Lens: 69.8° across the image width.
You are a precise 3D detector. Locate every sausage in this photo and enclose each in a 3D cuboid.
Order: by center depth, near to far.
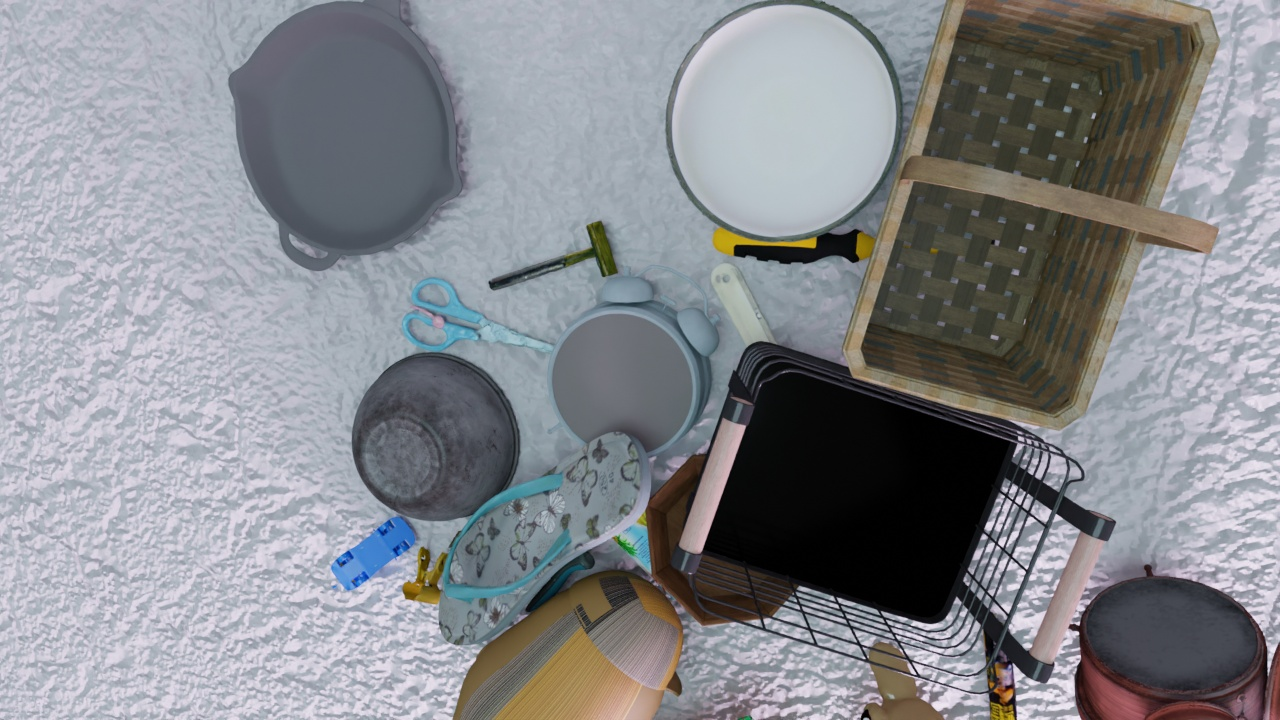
[{"bbox_3d":[0.272,0.262,0.689,0.020,0.020,0.155,-4,100,16],"label":"sausage"}]

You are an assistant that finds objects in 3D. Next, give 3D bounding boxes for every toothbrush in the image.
[{"bbox_3d":[0.149,-0.081,0.649,0.197,0.031,0.031,4,88,10],"label":"toothbrush"}]

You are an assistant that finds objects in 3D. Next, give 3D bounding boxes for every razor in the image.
[{"bbox_3d":[-0.071,-0.073,0.713,0.106,0.026,0.042,-15,99,22],"label":"razor"}]

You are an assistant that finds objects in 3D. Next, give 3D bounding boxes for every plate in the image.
[{"bbox_3d":[0.065,0.132,0.690,0.131,0.025,0.131,1,79,-7],"label":"plate"}]

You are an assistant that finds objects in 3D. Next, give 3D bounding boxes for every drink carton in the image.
[{"bbox_3d":[-0.001,0.130,0.724,0.129,0.044,0.039,44,108,5],"label":"drink carton"}]

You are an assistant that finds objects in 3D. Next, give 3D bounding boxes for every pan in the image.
[{"bbox_3d":[-0.208,-0.236,0.714,0.216,0.024,0.355,27,107,9],"label":"pan"}]

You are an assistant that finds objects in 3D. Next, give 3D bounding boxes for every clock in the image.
[{"bbox_3d":[0.349,0.205,0.583,0.120,0.157,0.072,-24,116,-8],"label":"clock"},{"bbox_3d":[-0.004,0.004,0.698,0.122,0.045,0.159,29,109,7],"label":"clock"}]

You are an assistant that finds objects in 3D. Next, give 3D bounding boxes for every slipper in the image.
[{"bbox_3d":[-0.097,0.134,0.709,0.270,0.054,0.098,-42,47,31],"label":"slipper"}]

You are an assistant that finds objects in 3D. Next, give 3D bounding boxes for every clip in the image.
[{"bbox_3d":[-0.188,0.184,0.790,0.039,0.053,0.047,8,73,15],"label":"clip"}]

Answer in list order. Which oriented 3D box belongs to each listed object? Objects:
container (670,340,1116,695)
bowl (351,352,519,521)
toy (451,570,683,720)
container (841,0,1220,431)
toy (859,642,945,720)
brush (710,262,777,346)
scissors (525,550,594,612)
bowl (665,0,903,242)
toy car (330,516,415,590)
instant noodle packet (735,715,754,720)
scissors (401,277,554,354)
[{"bbox_3d":[0.148,0.098,0.599,0.241,0.130,0.163,18,99,-3],"label":"container"},{"bbox_3d":[-0.178,0.071,0.746,0.145,0.067,0.145,3,102,15],"label":"bowl"},{"bbox_3d":[-0.047,0.255,0.718,0.162,0.198,0.203,34,100,-37],"label":"toy"},{"bbox_3d":[0.221,-0.091,0.530,0.157,0.186,0.250,15,102,3],"label":"container"},{"bbox_3d":[0.186,0.298,0.680,0.105,0.134,0.108,-4,125,-25],"label":"toy"},{"bbox_3d":[0.110,0.024,0.689,0.033,0.012,0.217,-28,92,18],"label":"brush"},{"bbox_3d":[-0.064,0.166,0.745,0.129,0.019,0.138,3,118,25],"label":"scissors"},{"bbox_3d":[0.098,-0.159,0.622,0.153,0.072,0.153,3,101,14],"label":"bowl"},{"bbox_3d":[-0.241,0.175,0.815,0.092,0.062,0.033,-37,89,-11],"label":"toy car"},{"bbox_3d":[0.094,0.402,0.718,0.196,0.090,0.252,-37,90,38],"label":"instant noodle packet"},{"bbox_3d":[-0.128,-0.029,0.745,0.139,0.015,0.063,13,100,6],"label":"scissors"}]
